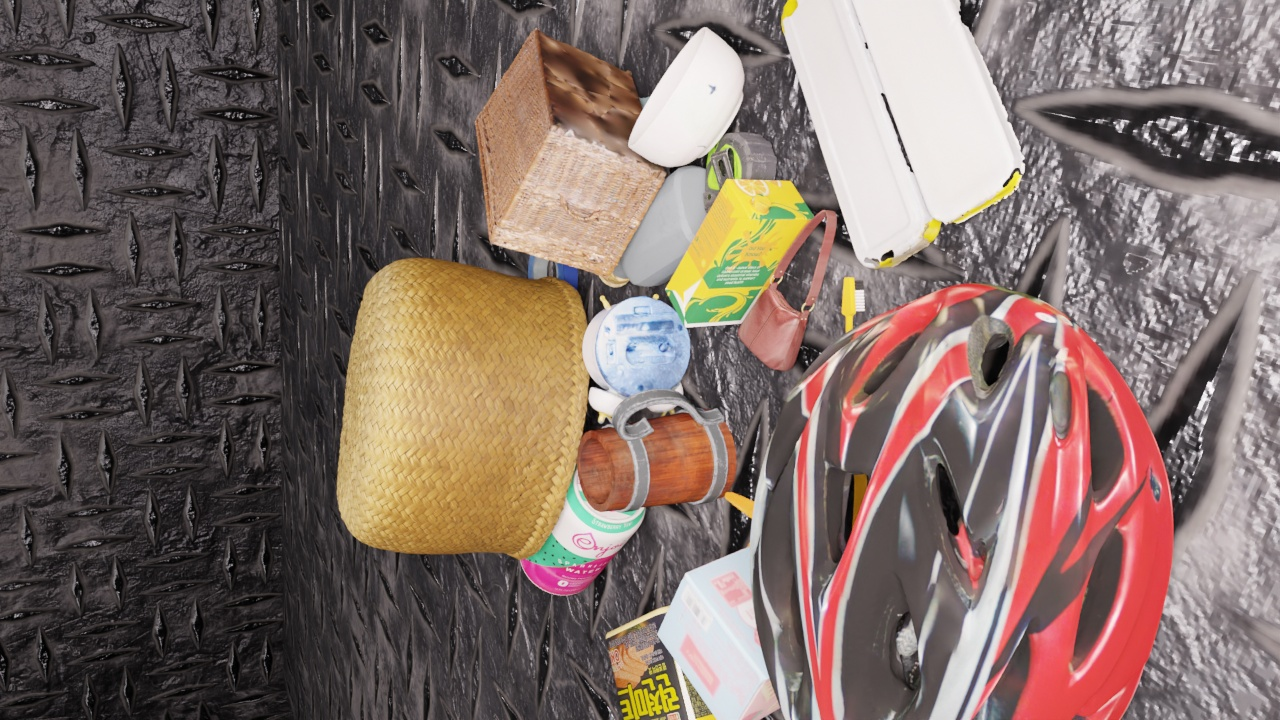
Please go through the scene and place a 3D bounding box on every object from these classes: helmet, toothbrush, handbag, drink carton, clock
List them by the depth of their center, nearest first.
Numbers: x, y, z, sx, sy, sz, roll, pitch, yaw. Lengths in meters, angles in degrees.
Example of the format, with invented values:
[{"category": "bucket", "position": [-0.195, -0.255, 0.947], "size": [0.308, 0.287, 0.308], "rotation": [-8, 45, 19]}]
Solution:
[{"category": "helmet", "position": [0.156, 0.088, 0.496], "size": [0.218, 0.166, 0.272], "rotation": [4, 85, 52]}, {"category": "toothbrush", "position": [0.141, 0.043, 0.619], "size": [0.031, 0.030, 0.196], "rotation": [-171, 80, -70]}, {"category": "handbag", "position": [0.112, -0.054, 0.661], "size": [0.055, 0.029, 0.120], "rotation": [50, 130, 41]}, {"category": "drink carton", "position": [0.073, -0.080, 0.684], "size": [0.041, 0.058, 0.123], "rotation": [65, 144, 30]}, {"category": "clock", "position": [-0.005, 0.005, 0.801], "size": [0.052, 0.088, 0.125], "rotation": [-179, 87, -65]}]

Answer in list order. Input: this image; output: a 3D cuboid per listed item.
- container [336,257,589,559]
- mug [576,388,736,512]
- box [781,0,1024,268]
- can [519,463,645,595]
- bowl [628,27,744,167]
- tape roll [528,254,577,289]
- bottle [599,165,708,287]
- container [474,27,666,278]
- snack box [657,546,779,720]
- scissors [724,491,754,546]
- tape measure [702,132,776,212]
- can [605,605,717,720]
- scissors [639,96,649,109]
[{"category": "container", "position": [-0.190, 0.047, 0.914], "size": [0.307, 0.196, 0.307], "rotation": [-173, 90, -68]}, {"category": "mug", "position": [0.016, 0.070, 0.751], "size": [0.081, 0.111, 0.118], "rotation": [55, 138, 41]}, {"category": "box", "position": [0.155, -0.172, 0.571], "size": [0.127, 0.023, 0.209], "rotation": [-39, 60, 56]}, {"category": "can", "position": [-0.059, 0.165, 0.915], "size": [0.166, 0.088, 0.088], "rotation": [-57, 48, 47]}, {"category": "bowl", "position": [0.040, -0.195, 0.703], "size": [0.105, 0.054, 0.104], "rotation": [-55, 15, 21]}, {"category": "tape roll", "position": [-0.098, -0.093, 1.012], "size": [0.093, 0.016, 0.091], "rotation": [19, 110, 57]}, {"category": "bottle", "position": [0.012, -0.104, 0.796], "size": [0.162, 0.046, 0.072], "rotation": [-26, 71, 58]}, {"category": "container", "position": [-0.064, -0.183, 0.795], "size": [0.113, 0.113, 0.198], "rotation": [-53, 35, 33]}, {"category": "snack box", "position": [0.082, 0.197, 0.664], "size": [0.093, 0.094, 0.080], "rotation": [49, 137, 33]}, {"category": "scissors", "position": [0.104, 0.126, 0.709], "size": [0.128, 0.011, 0.125], "rotation": [15, 108, 56]}, {"category": "tape measure", "position": [0.072, -0.143, 0.698], "size": [0.066, 0.035, 0.058], "rotation": [-6, 88, 60]}, {"category": "can", "position": [0.029, 0.273, 0.802], "size": [0.131, 0.072, 0.101], "rotation": [-45, 54, 53]}, {"category": "scissors", "position": [0.016, -0.224, 0.806], "size": [0.137, 0.015, 0.057], "rotation": [27, 120, 53]}]
